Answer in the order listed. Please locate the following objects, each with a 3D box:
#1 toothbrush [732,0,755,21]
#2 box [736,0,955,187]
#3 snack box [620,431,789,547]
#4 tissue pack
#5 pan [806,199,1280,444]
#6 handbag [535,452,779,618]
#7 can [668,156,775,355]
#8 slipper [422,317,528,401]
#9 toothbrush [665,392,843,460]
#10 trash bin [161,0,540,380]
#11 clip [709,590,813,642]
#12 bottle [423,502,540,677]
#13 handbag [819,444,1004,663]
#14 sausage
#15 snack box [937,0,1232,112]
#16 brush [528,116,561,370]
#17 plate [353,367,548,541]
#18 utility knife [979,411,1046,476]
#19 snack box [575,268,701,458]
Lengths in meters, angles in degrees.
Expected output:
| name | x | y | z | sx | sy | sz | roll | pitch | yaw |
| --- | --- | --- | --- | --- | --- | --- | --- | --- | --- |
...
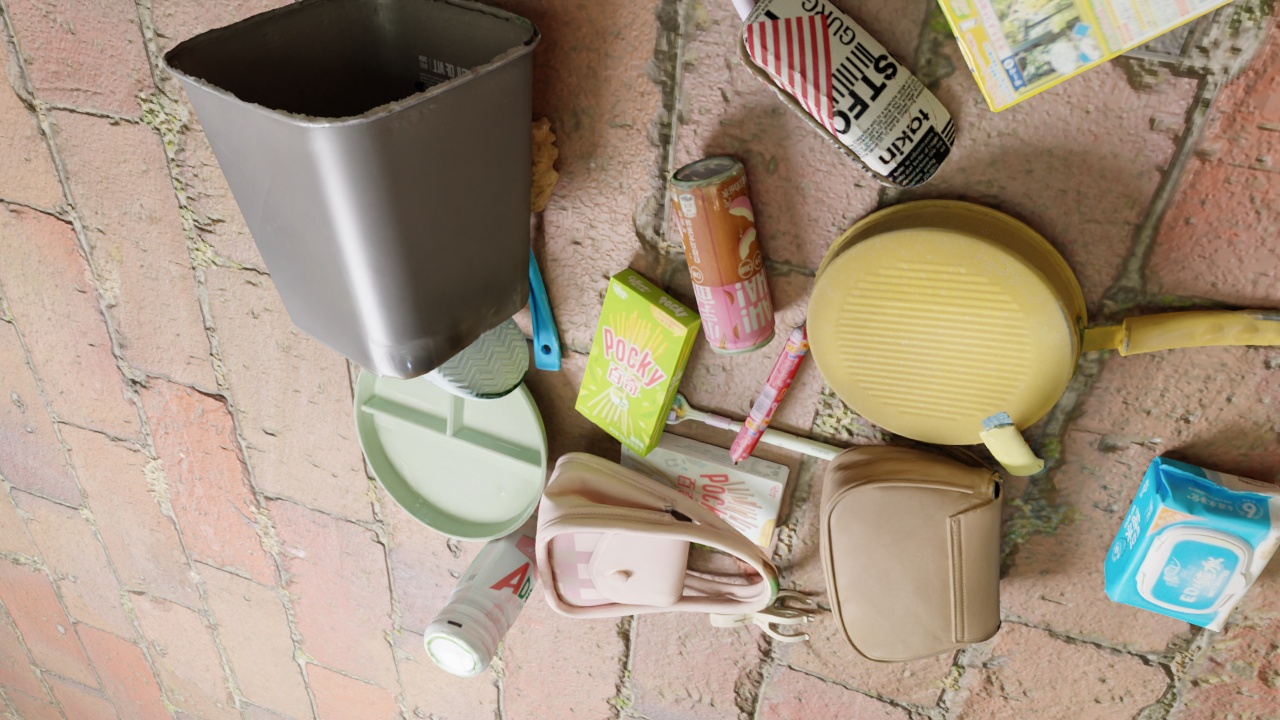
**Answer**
| name | x | y | z | sx | sy | sz | roll | pitch | yaw |
| --- | --- | --- | --- | --- | --- | --- | --- | --- | --- |
| toothbrush | 0.053 | -0.265 | 0.612 | 0.029 | 0.021 | 0.189 | -33 | 110 | 3 |
| box | 0.138 | -0.184 | 0.618 | 0.163 | 0.076 | 0.075 | 37 | 93 | -7 |
| snack box | 0.057 | 0.118 | 0.872 | 0.157 | 0.026 | 0.085 | 15 | 127 | 14 |
| tissue pack | 0.421 | 0.140 | 0.701 | 0.090 | 0.063 | 0.140 | 14 | 127 | 15 |
| pan | 0.298 | -0.021 | 0.657 | 0.358 | 0.078 | 0.198 | 9 | 130 | 26 |
| handbag | 0.018 | 0.190 | 0.886 | 0.234 | 0.093 | 0.194 | 10 | 142 | 8 |
| can | 0.065 | -0.080 | 0.710 | 0.058 | 0.057 | 0.147 | -2 | 121 | 25 |
| slipper | -0.210 | -0.049 | 0.822 | 0.245 | 0.103 | 0.074 | 43 | 133 | 4 |
| toothbrush | 0.112 | 0.066 | 0.816 | 0.190 | 0.020 | 0.029 | 16 | 85 | 12 |
| trash bin | -0.182 | -0.128 | 0.664 | 0.199 | 0.198 | 0.220 | 26 | 137 | 29 |
| clip | 0.121 | 0.260 | 0.919 | 0.104 | 0.076 | 0.034 | -2 | 122 | 12 |
| bottle | -0.140 | 0.219 | 0.918 | 0.068 | 0.196 | 0.068 | 12 | 127 | 16 |
| handbag | 0.229 | 0.160 | 0.782 | 0.148 | 0.099 | 0.205 | -4 | 121 | 14 |
| sausage | 0.111 | 0.030 | 0.776 | 0.020 | 0.020 | 0.156 | 26 | 119 | 5 |
| snack box | 0.260 | -0.219 | 0.544 | 0.141 | 0.033 | 0.087 | -24 | 111 | 33 |
| brush | -0.096 | -0.096 | 0.788 | 0.083 | 0.045 | 0.255 | 6 | 129 | 16 |
| plate | -0.190 | 0.074 | 0.921 | 0.230 | 0.027 | 0.230 | 10 | 113 | 24 |
| utility knife | 0.276 | 0.066 | 0.681 | 0.031 | 0.019 | 0.176 | -19 | 157 | 24 |
| snack box | -0.005 | 0.005 | 0.805 | 0.086 | 0.026 | 0.157 | 36 | 132 | 20 |
